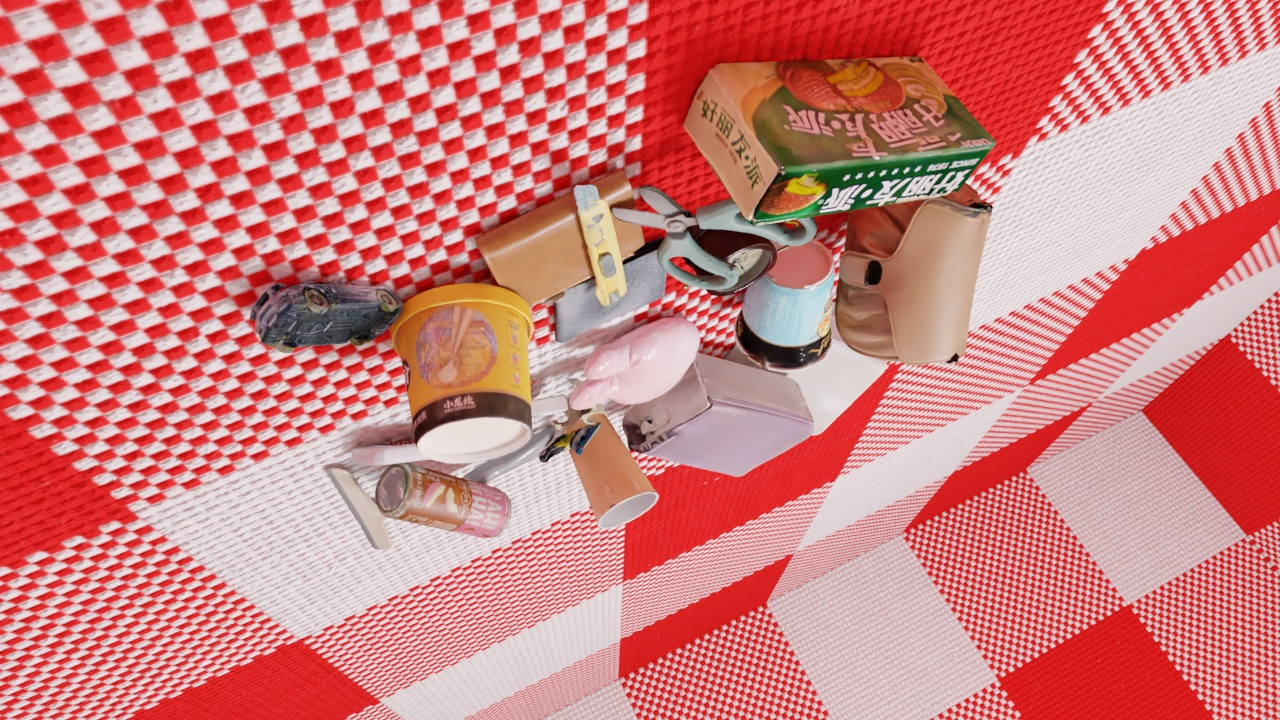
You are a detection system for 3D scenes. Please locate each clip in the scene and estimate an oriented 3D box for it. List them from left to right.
[{"bbox_3d":[-0.059,0.047,1.026,0.089,0.035,0.103,-44,156,30],"label":"clip"}]

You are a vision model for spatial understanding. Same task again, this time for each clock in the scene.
[{"bbox_3d":[0.095,-0.108,0.874,0.121,0.055,0.082,-18,152,-17],"label":"clock"}]

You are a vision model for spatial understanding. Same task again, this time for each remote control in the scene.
[{"bbox_3d":[-0.219,0.089,0.925,0.135,0.020,0.056,-3,180,-43],"label":"remote control"},{"bbox_3d":[-0.142,0.056,0.937,0.134,0.019,0.056,-9,175,-30],"label":"remote control"}]

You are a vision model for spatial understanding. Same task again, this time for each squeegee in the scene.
[{"bbox_3d":[-0.201,0.137,1.035,0.246,0.039,0.247,-22,154,-16],"label":"squeegee"}]

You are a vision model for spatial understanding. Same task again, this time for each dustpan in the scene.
[{"bbox_3d":[0.213,-0.010,1.235,0.257,0.142,0.223,18,134,-19],"label":"dustpan"}]

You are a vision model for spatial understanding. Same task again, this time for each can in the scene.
[{"bbox_3d":[-0.205,0.149,0.966,0.058,0.058,0.147,-39,143,19],"label":"can"}]

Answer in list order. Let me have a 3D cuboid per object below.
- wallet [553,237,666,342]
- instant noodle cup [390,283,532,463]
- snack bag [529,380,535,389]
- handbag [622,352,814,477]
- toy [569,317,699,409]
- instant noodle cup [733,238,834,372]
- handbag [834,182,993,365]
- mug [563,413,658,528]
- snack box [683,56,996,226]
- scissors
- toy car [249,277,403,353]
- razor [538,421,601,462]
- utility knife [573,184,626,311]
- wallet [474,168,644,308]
[{"bbox_3d":[-0.028,-0.066,0.870,0.120,0.019,0.097,-24,156,-15],"label":"wallet"},{"bbox_3d":[-0.142,0.016,0.758,0.118,0.114,0.119,-10,155,-5],"label":"instant noodle cup"},{"bbox_3d":[-0.154,0.029,0.899,0.105,0.026,0.045,-3,168,-44],"label":"snack bag"},{"bbox_3d":[0.093,0.069,1.117,0.196,0.098,0.145,16,132,-41],"label":"handbag"},{"bbox_3d":[-0.006,0.006,0.977,0.159,0.054,0.122,-13,143,-42],"label":"toy"},{"bbox_3d":[0.158,-0.065,0.972,0.111,0.111,0.121,-22,146,-15],"label":"instant noodle cup"},{"bbox_3d":[0.268,-0.093,0.930,0.099,0.148,0.205,-13,117,-35],"label":"handbag"},{"bbox_3d":[-0.040,0.127,1.087,0.078,0.122,0.078,-23,153,-13],"label":"mug"},{"bbox_3d":[0.164,-0.183,0.742,0.239,0.114,0.063,-13,150,-30],"label":"snack box"},{"bbox_3d":[0.068,-0.109,0.753,0.177,0.019,0.174,-13,152,27],"label":"scissors"},{"bbox_3d":[-0.233,-0.036,0.690,0.054,0.037,0.120,-43,162,24],"label":"toy car"},{"bbox_3d":[-0.090,0.097,1.061,0.042,0.022,0.143,-52,-169,-29],"label":"razor"},{"bbox_3d":[-0.033,-0.092,0.756,0.031,0.019,0.175,-32,148,-10],"label":"utility knife"},{"bbox_3d":[-0.062,-0.096,0.763,0.132,0.031,0.108,-27,153,-3],"label":"wallet"}]
